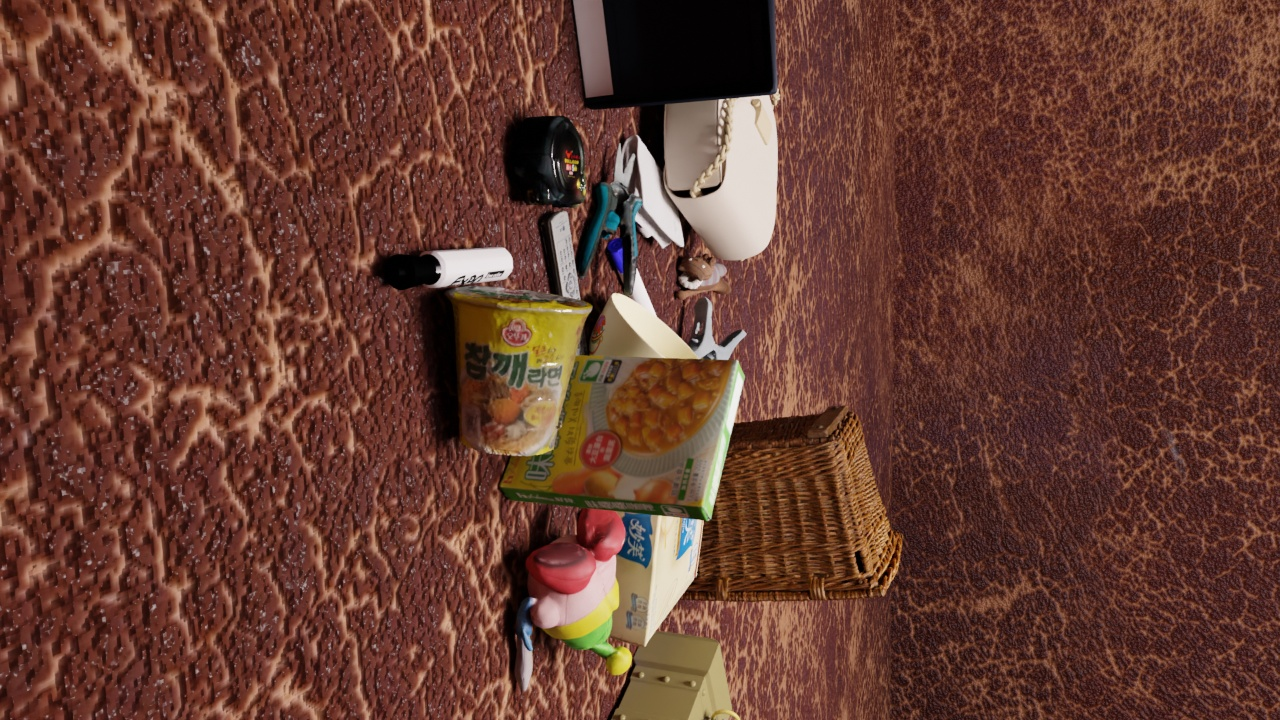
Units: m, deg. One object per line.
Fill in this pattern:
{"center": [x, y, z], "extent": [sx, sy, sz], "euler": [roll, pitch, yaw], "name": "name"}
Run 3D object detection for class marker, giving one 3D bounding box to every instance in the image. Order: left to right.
{"center": [-0.128, -0.063, 0.622], "extent": [0.125, 0.025, 0.025], "euler": [-20, 110, -65], "name": "marker"}
{"center": [-0.003, -0.065, 0.926], "extent": [0.142, 0.020, 0.020], "euler": [65, 34, -46], "name": "marker"}

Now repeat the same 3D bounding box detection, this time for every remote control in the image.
{"center": [-0.063, -0.060, 0.789], "extent": [0.033, 0.013, 0.137], "euler": [-48, 135, -57], "name": "remote control"}

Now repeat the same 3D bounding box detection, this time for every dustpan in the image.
{"center": [0.067, -0.331, 0.732], "extent": [0.080, 0.273, 0.236], "euler": [-71, 155, -68], "name": "dustpan"}

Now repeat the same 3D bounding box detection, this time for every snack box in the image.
{"center": [-0.013, 0.055, 0.717], "extent": [0.027, 0.168, 0.131], "euler": [63, 36, -48], "name": "snack box"}
{"center": [0.018, 0.150, 0.903], "extent": [0.153, 0.055, 0.207], "euler": [-32, 131, -62], "name": "snack box"}

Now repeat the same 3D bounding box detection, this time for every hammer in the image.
{"center": [0.136, 0.380, 0.890], "extent": [0.189, 0.325, 0.101], "euler": [-56, 141, -52], "name": "hammer"}

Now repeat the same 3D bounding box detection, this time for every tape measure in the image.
{"center": [-0.073, -0.157, 0.728], "extent": [0.071, 0.042, 0.072], "euler": [-20, 114, -64], "name": "tape measure"}

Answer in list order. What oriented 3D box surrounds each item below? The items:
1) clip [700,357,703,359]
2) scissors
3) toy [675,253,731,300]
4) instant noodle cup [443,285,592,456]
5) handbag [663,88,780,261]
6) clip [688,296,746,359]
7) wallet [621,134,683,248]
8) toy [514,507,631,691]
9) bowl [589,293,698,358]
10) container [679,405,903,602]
{"center": [0.077, 0.008, 1.100], "extent": [0.046, 0.053, 0.035], "euler": [54, 37, -7], "name": "clip"}
{"center": [-0.024, -0.127, 0.846], "extent": [0.148, 0.019, 0.122], "euler": [-43, 102, -33], "name": "scissors"}
{"center": [0.074, -0.099, 1.079], "extent": [0.101, 0.041, 0.055], "euler": [-21, 134, -57], "name": "toy"}
{"center": [-0.090, 0.006, 0.644], "extent": [0.102, 0.102, 0.108], "euler": [-14, 113, -66], "name": "instant noodle cup"}
{"center": [0.087, -0.233, 1.012], "extent": [0.210, 0.103, 0.208], "euler": [41, 52, -59], "name": "handbag"}
{"center": [0.080, 0.019, 1.052], "extent": [0.108, 0.028, 0.163], "euler": [37, 60, -30], "name": "clip"}
{"center": [0.009, -0.167, 0.938], "extent": [0.116, 0.032, 0.086], "euler": [39, 45, -60], "name": "wallet"}
{"center": [-0.049, 0.202, 0.752], "extent": [0.123, 0.097, 0.132], "euler": [-43, 149, -51], "name": "toy"}
{"center": [-0.005, 0.005, 0.842], "extent": [0.074, 0.118, 0.117], "euler": [-48, 161, 14], "name": "bowl"}
{"center": [0.153, 0.158, 1.043], "extent": [0.161, 0.250, 0.183], "euler": [-27, 108, -64], "name": "container"}
